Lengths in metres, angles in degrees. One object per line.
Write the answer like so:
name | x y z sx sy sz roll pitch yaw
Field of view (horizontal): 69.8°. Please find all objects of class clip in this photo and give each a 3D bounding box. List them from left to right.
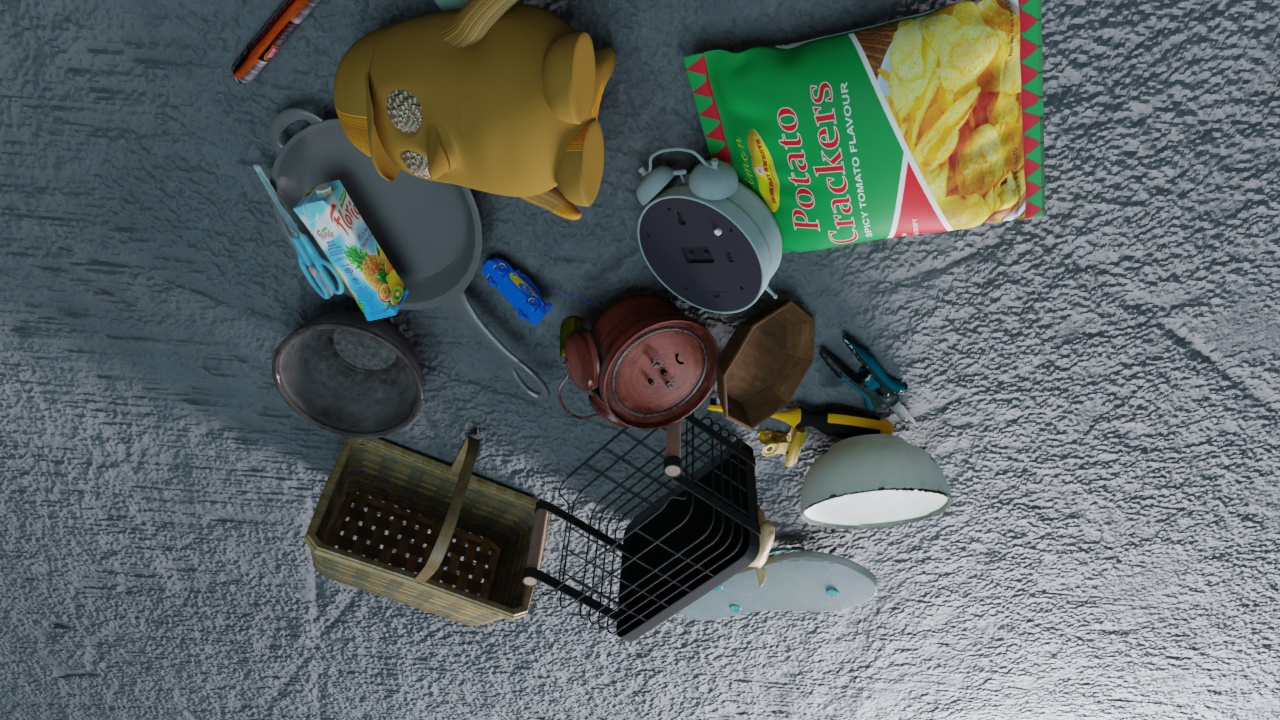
clip | 0.150 0.085 0.989 0.047 0.039 0.053 5 131 -6

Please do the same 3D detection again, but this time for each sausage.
sausage | -0.279 -0.268 0.723 0.156 0.020 0.020 -34 120 27

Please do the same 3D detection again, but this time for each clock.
clock | -0.005 0.005 0.863 0.157 0.072 0.120 -35 130 -1
clock | 0.055 -0.111 0.780 0.123 0.045 0.159 4 133 41

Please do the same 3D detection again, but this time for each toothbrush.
toothbrush | 0.166 0.060 0.951 0.196 0.030 0.031 7 162 -5

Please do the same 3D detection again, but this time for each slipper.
slipper | 0.153 0.262 1.115 0.269 0.054 0.098 -16 125 30

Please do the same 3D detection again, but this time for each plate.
plate | 0.116 0.001 0.874 0.131 0.025 0.131 -26 132 -33

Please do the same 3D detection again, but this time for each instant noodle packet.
instant noodle packet | 0.180 -0.174 0.721 0.253 0.090 0.196 -6 131 19

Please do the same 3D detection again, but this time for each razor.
razor | -0.043 0.003 0.923 0.026 0.042 0.106 -28 132 21

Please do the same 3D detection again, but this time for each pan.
pan | -0.195 -0.087 0.847 0.217 0.024 0.354 -25 120 29

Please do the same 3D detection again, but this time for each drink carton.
drink carton | -0.253 -0.096 0.807 0.039 0.044 0.129 -10 127 20

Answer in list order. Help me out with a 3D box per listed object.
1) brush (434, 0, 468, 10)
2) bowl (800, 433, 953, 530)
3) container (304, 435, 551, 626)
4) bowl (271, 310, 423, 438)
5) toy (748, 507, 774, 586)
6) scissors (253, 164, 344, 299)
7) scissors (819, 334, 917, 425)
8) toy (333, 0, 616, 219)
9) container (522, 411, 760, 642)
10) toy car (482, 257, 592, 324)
brush | -0.126 -0.234 0.747 0.033 0.012 0.218 -10 129 11
bowl | 0.240 0.124 0.956 0.153 0.072 0.154 -2 156 -1
container | -0.222 0.178 1.001 0.250 0.157 0.187 24 138 -15
bowl | -0.282 0.003 0.913 0.145 0.067 0.145 2 129 2
toy | 0.093 0.205 1.037 0.108 0.134 0.106 2 97 -5
scissors | -0.306 -0.113 0.816 0.063 0.015 0.139 8 134 44
scissors | 0.240 0.021 0.925 0.129 0.019 0.138 3 131 1
toy | -0.133 -0.190 0.683 0.203 0.162 0.199 6 135 11
container | 0.003 0.162 0.962 0.130 0.162 0.242 34 123 -22
toy car | -0.098 -0.072 0.874 0.092 0.061 0.033 48 147 -2
